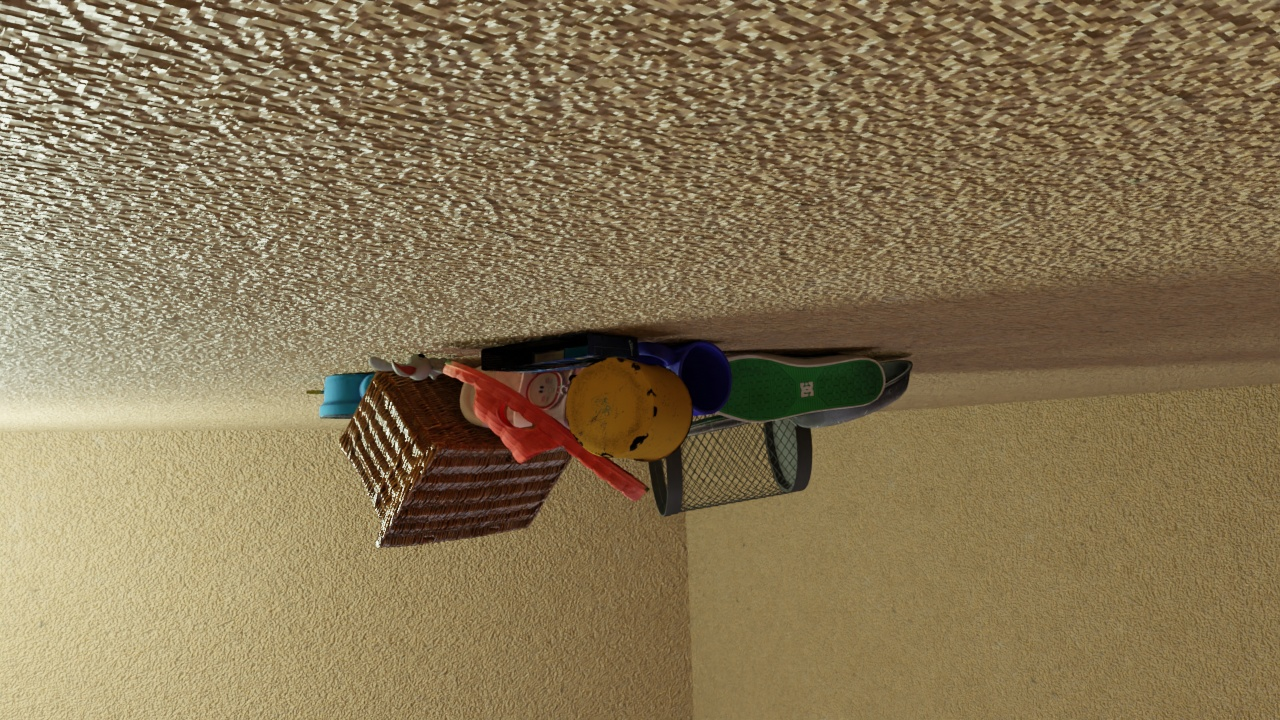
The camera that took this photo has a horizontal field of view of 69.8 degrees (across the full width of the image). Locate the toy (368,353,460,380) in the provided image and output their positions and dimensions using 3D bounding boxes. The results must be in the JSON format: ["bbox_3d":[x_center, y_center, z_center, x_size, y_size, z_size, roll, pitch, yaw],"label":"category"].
[{"bbox_3d":[-0.245,0.007,1.013,0.049,0.030,0.111,11,-173,30],"label":"toy"}]

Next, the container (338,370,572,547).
[{"bbox_3d":[-0.243,0.111,1.172,0.249,0.162,0.183,4,-145,-53],"label":"container"}]

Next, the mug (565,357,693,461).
[{"bbox_3d":[-0.021,0.043,0.911,0.124,0.100,0.094,30,-174,25],"label":"mug"}]

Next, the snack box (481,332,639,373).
[{"bbox_3d":[-0.084,-0.006,0.945,0.150,0.027,0.082,-7,173,38],"label":"snack box"}]

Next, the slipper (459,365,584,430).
[{"bbox_3d":[-0.120,0.036,1.044,0.222,0.106,0.055,1,159,33],"label":"slipper"}]

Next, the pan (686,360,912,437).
[{"bbox_3d":[0.202,0.069,1.265,0.357,0.055,0.187,-21,-174,9],"label":"pan"}]

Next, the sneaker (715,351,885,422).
[{"bbox_3d":[0.176,0.027,1.139,0.235,0.084,0.079,-2,-173,-6],"label":"sneaker"}]

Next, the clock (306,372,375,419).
[{"bbox_3d":[-0.361,0.049,1.247,0.162,0.060,0.116,-6,172,23],"label":"clock"}]

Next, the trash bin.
[{"bbox_3d":[0.135,0.127,1.466,0.227,0.217,0.218,-5,175,-7],"label":"trash bin"}]

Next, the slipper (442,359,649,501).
[{"bbox_3d":[-0.107,0.082,0.943,0.249,0.059,0.103,34,175,2],"label":"slipper"}]

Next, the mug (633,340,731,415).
[{"bbox_3d":[0.032,0.014,1.003,0.111,0.079,0.084,36,153,-31],"label":"mug"}]
